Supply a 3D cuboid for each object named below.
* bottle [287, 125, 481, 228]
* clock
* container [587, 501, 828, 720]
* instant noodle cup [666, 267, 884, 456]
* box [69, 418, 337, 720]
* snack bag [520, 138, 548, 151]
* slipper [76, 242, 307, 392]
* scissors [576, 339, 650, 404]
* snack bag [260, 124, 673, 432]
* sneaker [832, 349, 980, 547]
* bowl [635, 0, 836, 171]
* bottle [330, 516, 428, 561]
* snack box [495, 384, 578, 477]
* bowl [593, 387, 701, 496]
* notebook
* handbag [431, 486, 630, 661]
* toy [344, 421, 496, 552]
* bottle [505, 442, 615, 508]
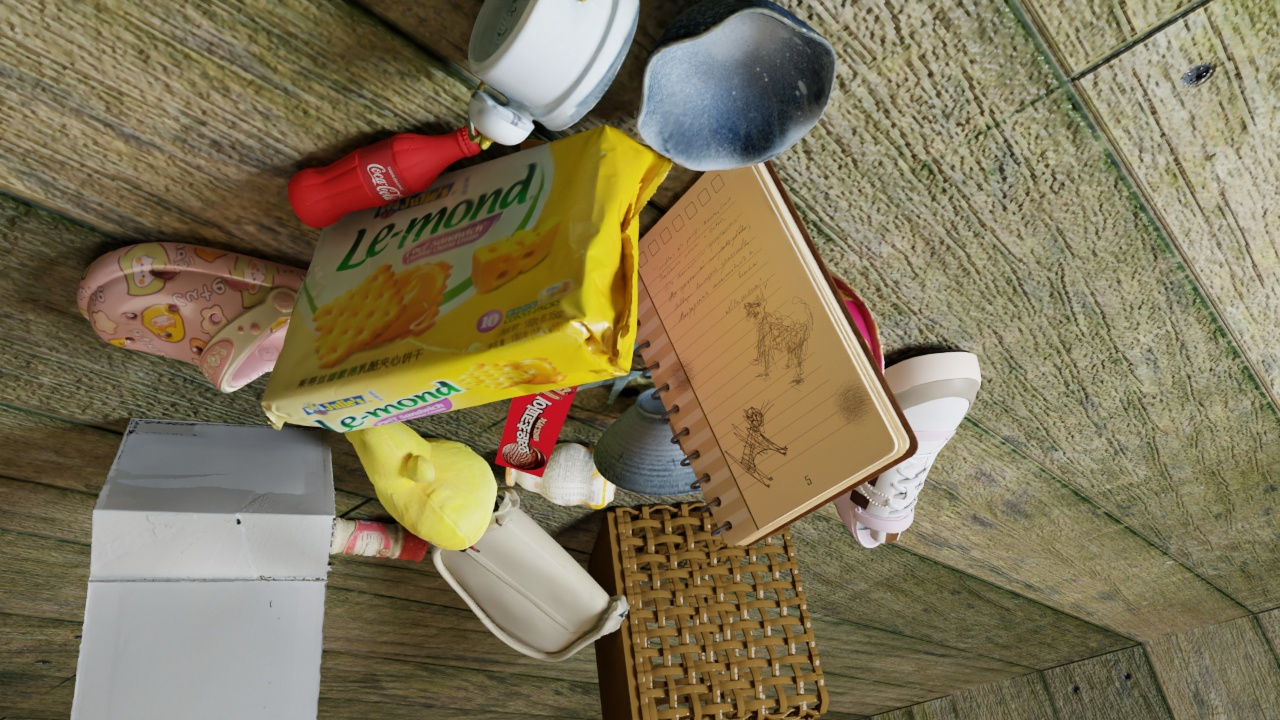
[{"bbox_3d":[-0.152,-0.114,0.551,0.119,0.036,0.036,-17,148,12],"label":"bottle"},{"bbox_3d":[-0.053,-0.155,0.466,0.057,0.083,0.118,24,133,-34],"label":"clock"},{"bbox_3d":[0.065,0.328,1.114,0.214,0.251,0.220,-2,148,-12],"label":"container"},{"bbox_3d":[0.087,0.015,0.680,0.077,0.178,0.179,10,144,-32],"label":"instant noodle cup"},{"bbox_3d":[-0.333,0.195,0.716,0.167,0.329,0.165,5,159,-21],"label":"box"},{"bbox_3d":[-0.064,-0.108,0.598,0.026,0.020,0.099,1,148,-1],"label":"snack bag"},{"bbox_3d":[-0.276,-0.022,0.630,0.197,0.081,0.093,5,145,-26],"label":"slipper"},{"bbox_3d":[-0.005,0.004,0.802,0.135,0.015,0.129,-18,148,11],"label":"scissors"},{"bbox_3d":[-0.099,-0.040,0.536,0.248,0.159,0.068,-11,139,22],"label":"snack bag"},{"bbox_3d":[0.261,0.103,0.928,0.111,0.116,0.295,-1,148,-12],"label":"sneaker"},{"bbox_3d":[0.048,-0.161,0.507,0.110,0.055,0.110,-6,149,-4],"label":"bowl"},{"bbox_3d":[-0.292,0.198,1.016,0.109,0.044,0.044,12,143,-30],"label":"bottle"},{"bbox_3d":[-0.056,-0.011,0.636,0.036,0.132,0.152,18,148,-5],"label":"snack box"},{"bbox_3d":[0.024,0.060,0.824,0.137,0.137,0.057,-6,117,-5],"label":"bowl"},{"bbox_3d":[0.064,-0.005,0.606,0.024,0.225,0.168,-5,154,-43],"label":"notebook"},{"bbox_3d":[-0.115,0.214,1.004,0.185,0.131,0.229,-19,125,44],"label":"handbag"},{"bbox_3d":[-0.200,0.101,0.830,0.092,0.134,0.207,-51,138,-11],"label":"toy"},{"bbox_3d":[-0.078,0.112,0.913,0.109,0.063,0.063,6,148,3],"label":"bottle"}]
